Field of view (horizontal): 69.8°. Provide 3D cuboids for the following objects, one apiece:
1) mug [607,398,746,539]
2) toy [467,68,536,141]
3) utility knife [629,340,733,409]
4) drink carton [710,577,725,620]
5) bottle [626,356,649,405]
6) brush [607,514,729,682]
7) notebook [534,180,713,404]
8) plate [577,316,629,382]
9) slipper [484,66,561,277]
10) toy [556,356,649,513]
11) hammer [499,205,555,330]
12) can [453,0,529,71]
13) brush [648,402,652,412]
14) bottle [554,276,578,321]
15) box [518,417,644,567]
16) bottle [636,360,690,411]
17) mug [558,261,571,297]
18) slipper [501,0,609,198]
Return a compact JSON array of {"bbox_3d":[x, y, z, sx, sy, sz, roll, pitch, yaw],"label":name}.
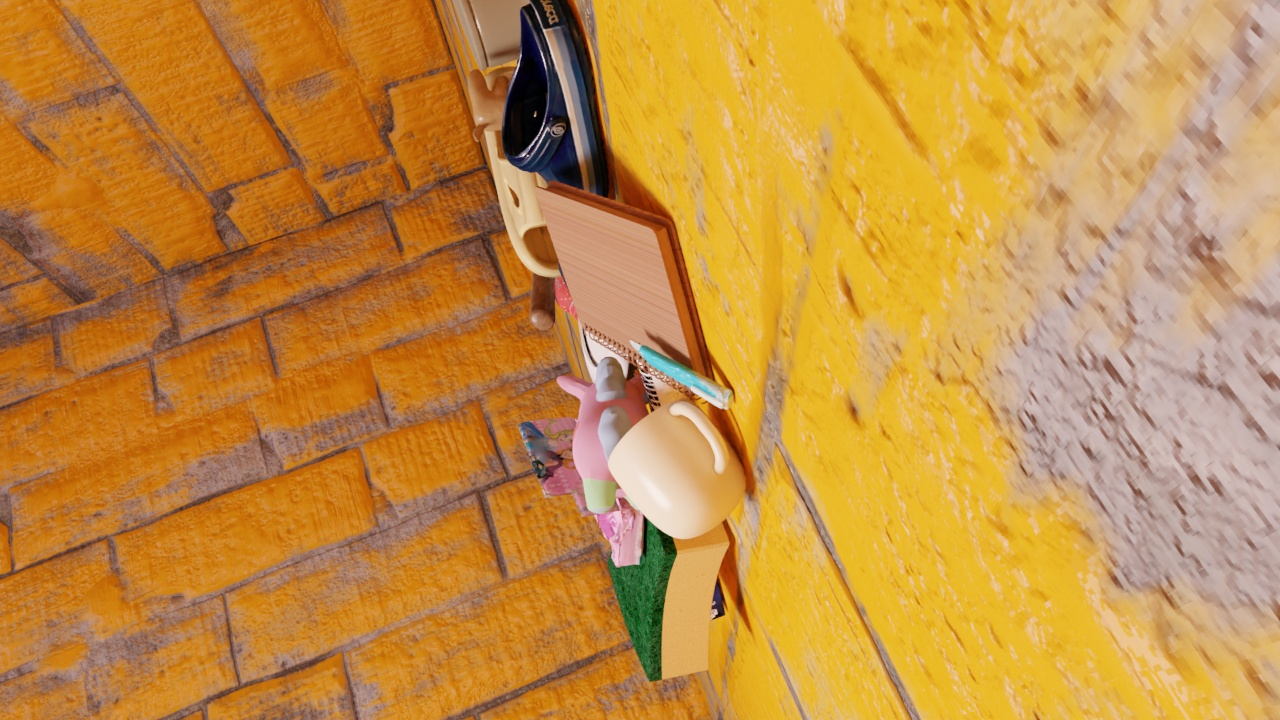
[{"bbox_3d":[0.042,0.093,0.790,0.099,0.096,0.120,50,141,21],"label":"mug"},{"bbox_3d":[-0.127,-0.276,0.987,0.134,0.108,0.105,78,-175,-53],"label":"toy"},{"bbox_3d":[0.030,0.008,0.759,0.124,0.015,0.022,32,153,39],"label":"utility knife"},{"bbox_3d":[0.076,0.313,1.280,0.040,0.064,0.130,-116,10,-54],"label":"drink carton"},{"bbox_3d":[-0.007,0.007,1.133,0.036,0.036,0.110,-119,11,-52],"label":"bottle"},{"bbox_3d":[0.026,0.236,1.113,0.195,0.075,0.251,-117,26,-51],"label":"brush"},{"bbox_3d":[-0.017,-0.065,0.822,0.210,0.022,0.169,30,144,52],"label":"notebook"},{"bbox_3d":[-0.055,-0.052,1.149,0.209,0.015,0.208,173,90,-71],"label":"plate"},{"bbox_3d":[-0.112,-0.230,1.061,0.079,0.111,0.261,-29,77,62],"label":"slipper"},{"bbox_3d":[-0.027,0.073,0.969,0.222,0.120,0.171,97,168,-79],"label":"toy"},{"bbox_3d":[-0.121,-0.124,1.162,0.129,0.040,0.321,33,-158,-22],"label":"hammer"},{"bbox_3d":[-0.163,-0.393,1.015,0.128,0.073,0.128,158,91,-83],"label":"can"},{"bbox_3d":[0.035,0.112,1.231,0.039,0.012,0.151,-121,11,-56],"label":"brush"},{"bbox_3d":[-0.114,-0.113,1.522,0.137,0.062,0.062,-117,9,-50],"label":"bottle"},{"bbox_3d":[-0.077,0.154,1.104,0.230,0.105,0.086,-126,34,-61],"label":"box"},{"bbox_3d":[0.026,0.029,0.925,0.041,0.041,0.116,-122,13,-60],"label":"bottle"},{"bbox_3d":[-0.041,-0.100,1.003,0.077,0.071,0.105,64,145,39],"label":"mug"},{"bbox_3d":[-0.090,-0.228,0.871,0.253,0.095,0.105,86,159,-57],"label":"slipper"}]
